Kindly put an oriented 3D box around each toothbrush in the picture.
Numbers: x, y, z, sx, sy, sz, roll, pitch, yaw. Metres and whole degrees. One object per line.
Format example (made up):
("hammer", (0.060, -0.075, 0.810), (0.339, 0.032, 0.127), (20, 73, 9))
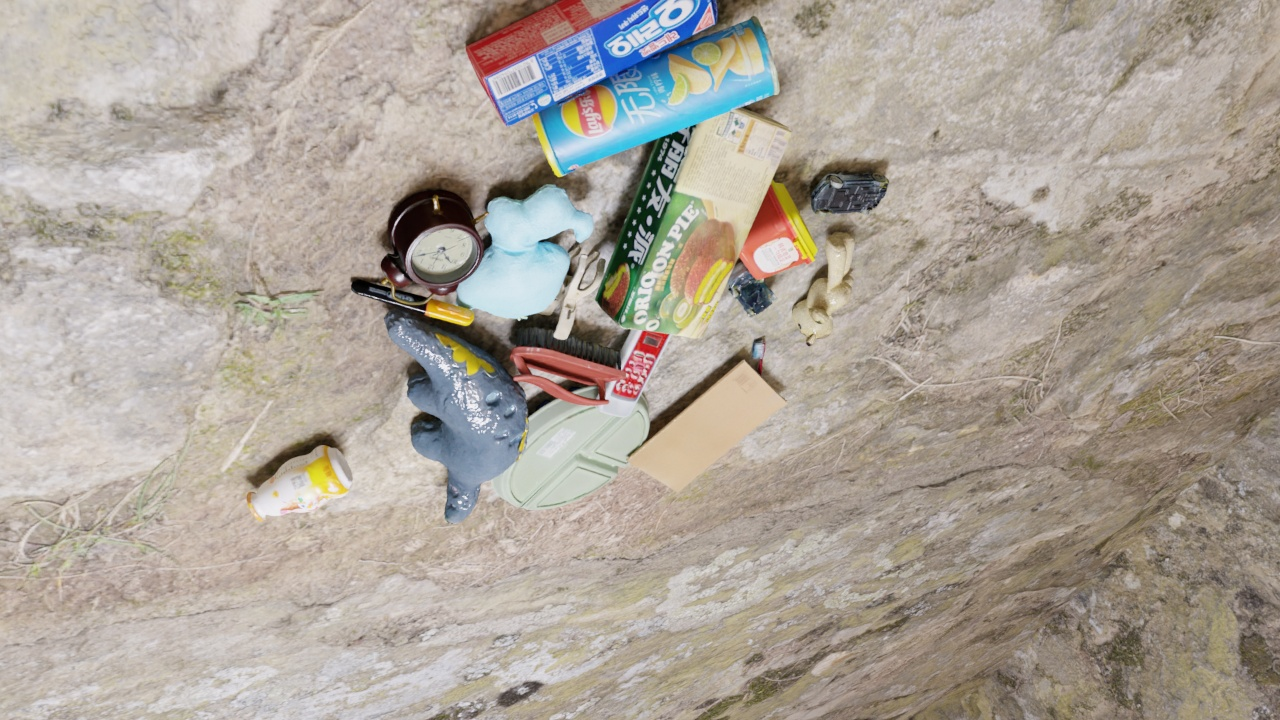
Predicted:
("toothbrush", (0.160, 0.036, 1.291), (0.017, 0.016, 0.188), (-12, 140, -9))

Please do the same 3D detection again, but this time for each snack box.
("snack box", (-0.039, -0.274, 0.773), (0.207, 0.058, 0.057), (-27, 142, -3))
("snack box", (0.052, -0.143, 0.930), (0.114, 0.063, 0.240), (6, 116, -37))
("snack box", (0.145, -0.141, 1.029), (0.080, 0.082, 0.091), (-28, 143, 14))

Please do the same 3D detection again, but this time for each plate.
("plate", (-0.085, 0.119, 1.196), (0.229, 0.027, 0.231), (-24, 145, -18))

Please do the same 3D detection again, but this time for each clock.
("clock", (-0.197, -0.103, 0.866), (0.082, 0.055, 0.122), (12, 124, -42))

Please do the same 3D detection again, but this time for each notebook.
("notebook", (0.096, 0.096, 1.284), (0.212, 0.012, 0.149), (-41, 142, 9))

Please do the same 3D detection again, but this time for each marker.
("marker", (-0.224, -0.058, 0.909), (0.123, 0.018, 0.015), (15, 151, -24))

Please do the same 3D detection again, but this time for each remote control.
("remote control", (-0.007, 0.006, 1.113), (0.055, 0.020, 0.136), (17, 105, -45))

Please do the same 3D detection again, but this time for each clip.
("clip", (-0.075, -0.076, 0.992), (0.034, 0.070, 0.100), (7, 123, -40))

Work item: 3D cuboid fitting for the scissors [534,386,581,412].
("scissors", (-0.078, 0.087, 1.198), (0.126, 0.012, 0.173), (-43, 142, 17))

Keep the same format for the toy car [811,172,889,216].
("toy car", (0.240, -0.195, 1.065), (0.105, 0.031, 0.049), (-8, 137, -28))

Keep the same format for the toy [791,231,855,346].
("toy", (0.235, -0.092, 1.164), (0.104, 0.066, 0.158), (-55, 161, -46))

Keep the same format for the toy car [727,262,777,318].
("toy car", (0.134, -0.086, 1.119), (0.043, 0.034, 0.090), (-39, 144, 8))

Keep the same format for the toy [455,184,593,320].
("toy", (-0.119, -0.100, 0.922), (0.161, 0.049, 0.156), (-15, 132, 2))

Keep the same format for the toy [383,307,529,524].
("toy", (-0.196, 0.070, 1.039), (0.138, 0.091, 0.357), (-7, 137, -9))

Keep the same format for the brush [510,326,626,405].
("brush", (-0.087, 0.009, 1.044), (0.063, 0.069, 0.145), (-11, 159, 42))

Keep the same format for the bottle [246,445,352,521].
("bottle", (-0.379, 0.140, 1.020), (0.108, 0.063, 0.063), (-25, 142, -6))

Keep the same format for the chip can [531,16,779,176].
("chip can", (0.012, -0.231, 0.809), (0.210, 0.071, 0.071), (-19, 143, 6))

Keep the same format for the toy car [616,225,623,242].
("toy car", (0.007, -0.149, 0.963), (0.042, 0.035, 0.090), (10, 116, -41))
